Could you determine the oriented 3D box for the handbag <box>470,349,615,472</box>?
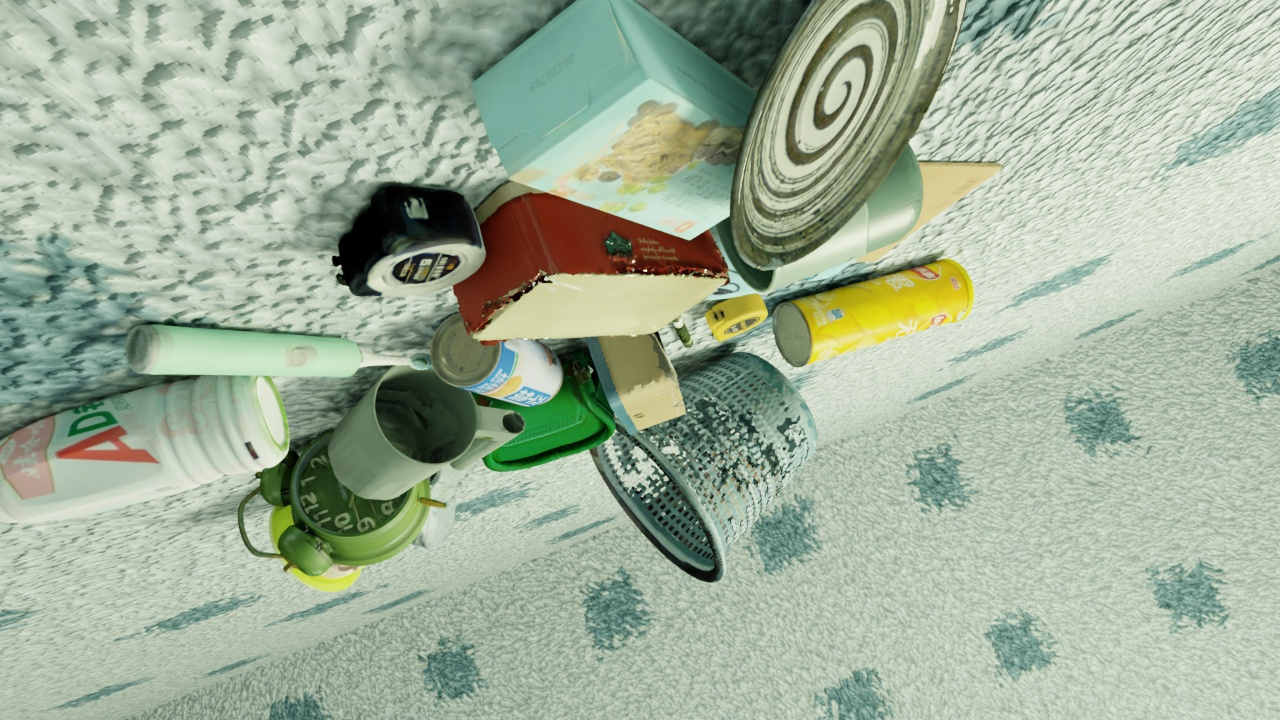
[{"bbox_3d":[-0.091,0.045,0.825,0.131,0.068,0.120,-18,160,1],"label":"handbag"}]

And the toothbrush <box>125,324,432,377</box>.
[{"bbox_3d":[-0.206,-0.002,0.571,0.027,0.026,0.224,7,-178,30],"label":"toothbrush"}]

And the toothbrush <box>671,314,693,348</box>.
[{"bbox_3d":[0.033,-0.032,0.833,0.012,0.017,0.186,8,170,10],"label":"toothbrush"}]

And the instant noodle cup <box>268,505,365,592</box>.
[{"bbox_3d":[-0.274,0.147,0.891,0.124,0.111,0.111,-35,163,19],"label":"instant noodle cup"}]

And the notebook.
[{"bbox_3d":[0.180,-0.116,0.746,0.211,0.012,0.150,-10,161,-39],"label":"notebook"}]

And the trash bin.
[{"bbox_3d":[0.081,0.100,1.032,0.194,0.226,0.227,-36,172,-22],"label":"trash bin"}]

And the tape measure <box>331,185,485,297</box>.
[{"bbox_3d":[-0.115,-0.060,0.474,0.065,0.033,0.066,-4,160,-45],"label":"tape measure"}]

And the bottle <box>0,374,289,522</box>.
[{"bbox_3d":[-0.320,0.057,0.553,0.197,0.068,0.068,-16,166,-7],"label":"bottle"}]

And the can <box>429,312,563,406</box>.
[{"bbox_3d":[-0.103,0.002,0.686,0.053,0.053,0.134,-24,166,10],"label":"can"}]

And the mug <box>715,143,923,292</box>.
[{"bbox_3d":[0.103,-0.100,0.568,0.106,0.082,0.112,-22,-161,-12],"label":"mug"}]

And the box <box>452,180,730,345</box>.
[{"bbox_3d":[-0.028,-0.049,0.556,0.168,0.077,0.092,-5,158,-48],"label":"box"}]

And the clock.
[{"bbox_3d":[-0.254,0.116,0.774,0.161,0.116,0.056,-21,155,-17],"label":"clock"}]

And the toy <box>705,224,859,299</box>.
[{"bbox_3d":[0.095,-0.079,0.660,0.156,0.049,0.162,5,157,-40],"label":"toy"}]

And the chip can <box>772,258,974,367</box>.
[{"bbox_3d":[0.245,-0.052,0.964,0.213,0.072,0.072,-15,165,-21],"label":"chip can"}]

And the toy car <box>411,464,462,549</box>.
[{"bbox_3d":[-0.192,0.116,0.860,0.037,0.120,0.054,2,176,24],"label":"toy car"}]

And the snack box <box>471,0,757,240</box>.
[{"bbox_3d":[0.007,-0.107,0.435,0.074,0.051,0.174,-30,164,26],"label":"snack box"}]

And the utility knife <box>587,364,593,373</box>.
[{"bbox_3d":[-0.047,0.027,0.942,0.033,0.015,0.215,-24,165,3],"label":"utility knife"}]

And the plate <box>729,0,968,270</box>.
[{"bbox_3d":[0.095,-0.125,0.439,0.179,0.024,0.180,-39,150,-27],"label":"plate"}]

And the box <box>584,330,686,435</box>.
[{"bbox_3d":[-0.005,0.005,0.772,0.061,0.089,0.184,-21,164,2],"label":"box"}]

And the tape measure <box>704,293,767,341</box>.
[{"bbox_3d":[0.086,-0.043,0.845,0.057,0.029,0.060,-22,166,8],"label":"tape measure"}]

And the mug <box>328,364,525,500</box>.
[{"bbox_3d":[-0.170,0.060,0.721,0.123,0.083,0.104,12,150,-35],"label":"mug"}]
